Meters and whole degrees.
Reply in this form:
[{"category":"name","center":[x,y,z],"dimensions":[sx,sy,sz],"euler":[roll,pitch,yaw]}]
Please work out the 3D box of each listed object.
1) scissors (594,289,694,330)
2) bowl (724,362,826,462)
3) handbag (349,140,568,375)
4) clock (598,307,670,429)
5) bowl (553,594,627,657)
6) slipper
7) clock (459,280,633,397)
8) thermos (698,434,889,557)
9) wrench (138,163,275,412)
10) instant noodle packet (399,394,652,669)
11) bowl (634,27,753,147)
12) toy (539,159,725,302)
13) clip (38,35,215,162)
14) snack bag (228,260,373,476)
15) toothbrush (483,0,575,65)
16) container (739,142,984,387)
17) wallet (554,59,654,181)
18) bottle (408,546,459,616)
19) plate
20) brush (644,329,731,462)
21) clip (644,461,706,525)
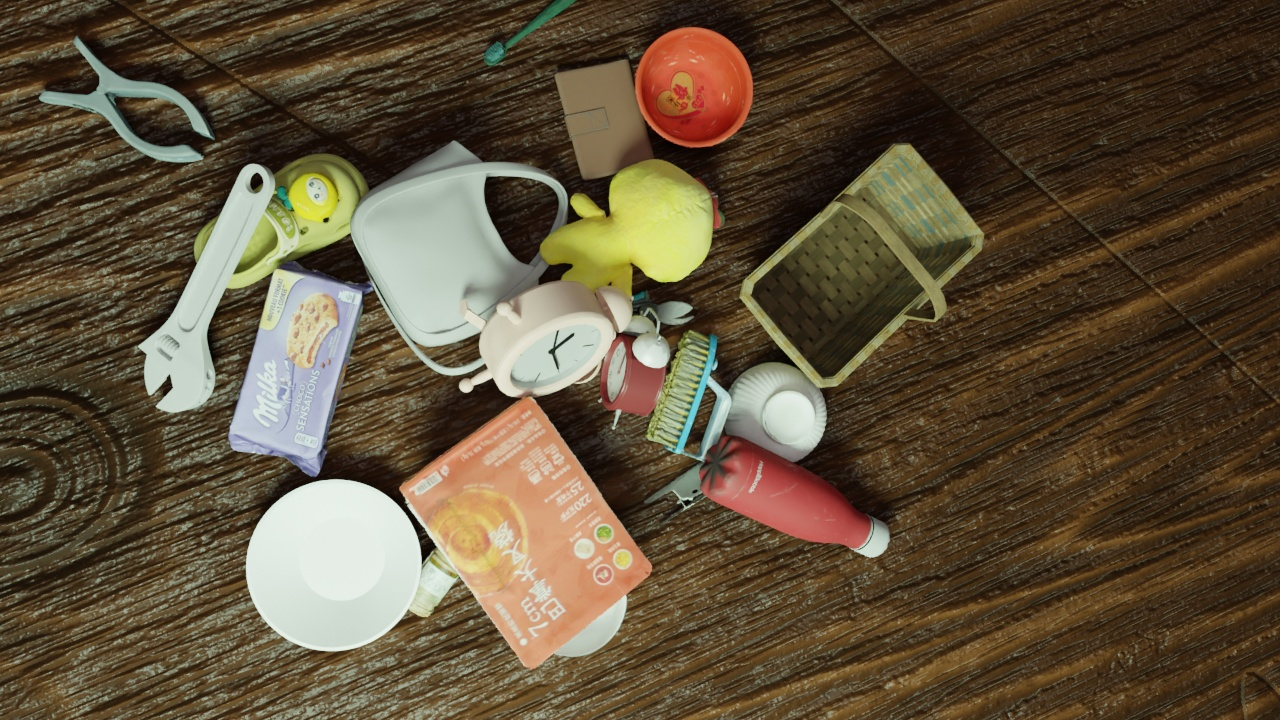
[{"category":"scissors","center":[-0.021,-0.056,1.012],"dimensions":[0.150,0.019,0.131],"euler":[45,85,-5]},{"category":"bowl","center":[0.156,0.061,1.016],"dimensions":[0.118,0.062,0.118],"euler":[0,90,-9]},{"category":"handbag","center":[-0.171,-0.119,0.969],"dimensions":[0.222,0.096,0.216],"euler":[-30,105,-17]},{"category":"clock","center":[-0.006,0.005,0.973],"dimensions":[0.044,0.087,0.125],"euler":[10,112,-22]},{"category":"bowl","center":[-0.074,0.252,0.981],"dimensions":[0.113,0.063,0.113],"euler":[0,89,-8]},{"category":"slipper","center":[-0.370,-0.145,0.930],"dimensions":[0.190,0.081,0.091],"euler":[-33,92,-5]},{"category":"clock","center":[-0.097,-0.028,0.934],"dimensions":[0.160,0.131,0.086],"euler":[-2,52,-34]},{"category":"thermos","center":[0.177,0.157,1.001],"dimensions":[0.239,0.073,0.073],"euler":[27,86,-22]},{"category":"wrench","center":[-0.422,-0.067,0.909],"dimensions":[0.087,0.018,0.274],"euler":[36,105,9]},{"category":"instant noodle packet","center":[-0.112,0.172,0.926],"dimensions":[0.164,0.084,0.221],"euler":[-36,81,-20]},{"category":"bowl","center":[0.056,-0.295,1.009],"dimensions":[0.130,0.045,0.130],"euler":[0,90,-8]},{"category":"toy","center":[-0.003,-0.137,0.978],"dimensions":[0.207,0.092,0.134],"euler":[-27,95,-5]},{"category":"clip","center":[-0.525,-0.244,0.933],"dimensions":[0.163,0.028,0.106],"euler":[32,84,-6]},{"category":"snack bag","center":[-0.348,0.007,0.945],"dimensions":[0.096,0.058,0.205],"euler":[17,90,-5]},{"category":"toothbrush","center":[-0.095,-0.384,1.002],"dimensions":[0.189,0.017,0.016],"euler":[-40,95,-6]},{"category":"container","center":[0.236,-0.100,0.965],"dimensions":[0.249,0.186,0.157],"euler":[-42,96,-6]},{"category":"wallet","center":[-0.039,-0.265,1.012],"dimensions":[0.087,0.013,0.121],"euler":[-15,92,-13]},{"category":"bottle","center":[-0.207,0.217,0.972],"dimensions":[0.043,0.043,0.111],"euler":[37,86,-7]},{"category":"plate","center":[-0.315,0.210,0.956],"dimensions":[0.174,0.036,0.174],"euler":[0,89,-6]},{"category":"brush","center":[0.062,0.037,1.006],"dimensions":[0.075,0.055,0.136],"euler":[20,87,-11]},{"category":"clip","center":[0.055,0.142,1.012],"dimensions":[0.102,0.054,0.057],"euler":[-34,58,-7]}]
